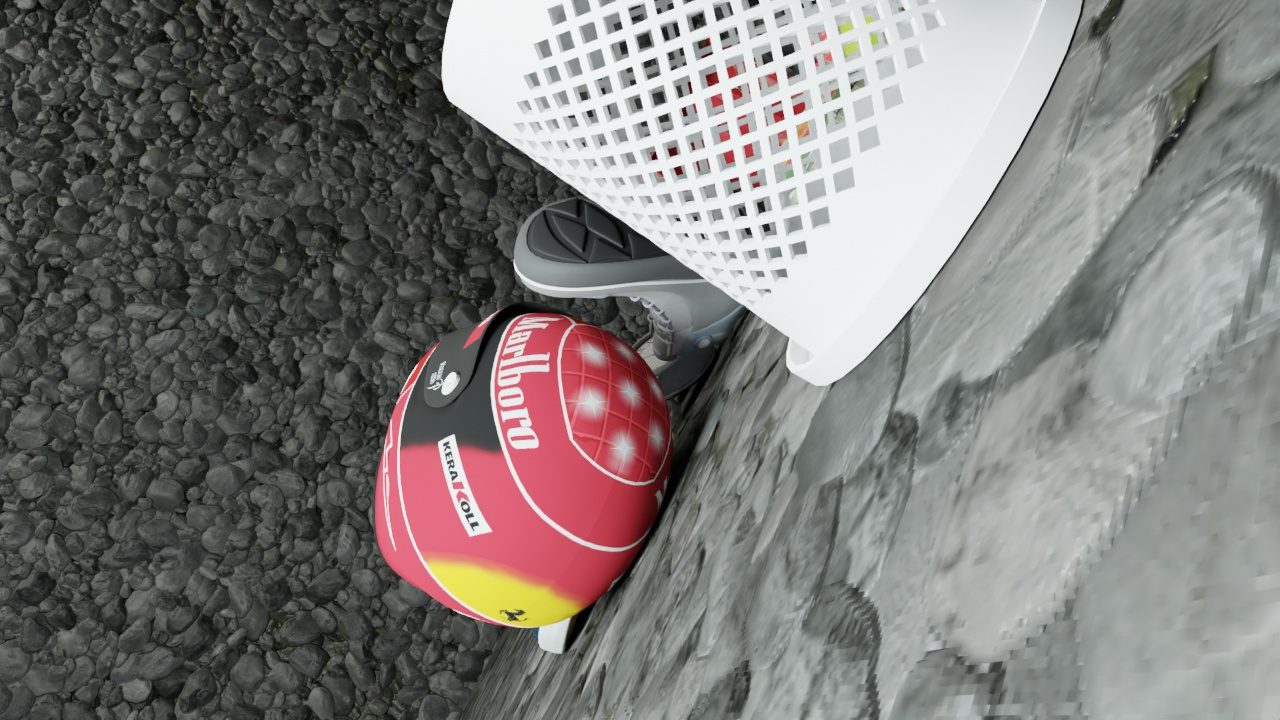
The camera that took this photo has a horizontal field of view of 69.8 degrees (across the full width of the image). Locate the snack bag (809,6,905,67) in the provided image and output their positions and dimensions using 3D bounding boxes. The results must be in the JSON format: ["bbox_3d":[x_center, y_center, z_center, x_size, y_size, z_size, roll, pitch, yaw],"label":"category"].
[{"bbox_3d":[0.215,-0.330,0.826,0.177,0.082,0.082,-60,1,41],"label":"snack bag"}]

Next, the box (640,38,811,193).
[{"bbox_3d":[0.091,-0.191,0.908,0.165,0.157,0.152,-63,-1,1],"label":"box"}]

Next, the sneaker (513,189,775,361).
[{"bbox_3d":[0.003,-0.055,0.759,0.256,0.093,0.161,-13,-40,-34],"label":"sneaker"}]

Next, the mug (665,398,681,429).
[{"bbox_3d":[-0.003,0.074,0.942,0.112,0.075,0.076,-19,36,50],"label":"mug"}]

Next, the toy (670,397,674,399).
[{"bbox_3d":[0.042,0.007,1.051,0.092,0.043,0.117,-54,8,23],"label":"toy"}]

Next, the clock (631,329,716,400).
[{"bbox_3d":[0.032,-0.008,0.919,0.095,0.035,0.122,-5,38,48],"label":"clock"}]

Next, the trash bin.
[{"bbox_3d":[0.037,-0.122,0.395,0.195,0.199,0.195,-61,1,2],"label":"trash bin"}]

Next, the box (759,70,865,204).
[{"bbox_3d":[0.144,-0.173,0.740,0.118,0.050,0.205,-62,2,17],"label":"box"}]

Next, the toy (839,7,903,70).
[{"bbox_3d":[0.192,-0.275,0.772,0.094,0.036,0.094,166,105,-67],"label":"toy"}]

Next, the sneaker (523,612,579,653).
[{"bbox_3d":[-0.113,0.191,0.887,0.295,0.127,0.120,170,120,-79],"label":"sneaker"}]

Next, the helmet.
[{"bbox_3d":[-0.084,0.067,0.713,0.225,0.197,0.270,-36,40,32],"label":"helmet"}]
